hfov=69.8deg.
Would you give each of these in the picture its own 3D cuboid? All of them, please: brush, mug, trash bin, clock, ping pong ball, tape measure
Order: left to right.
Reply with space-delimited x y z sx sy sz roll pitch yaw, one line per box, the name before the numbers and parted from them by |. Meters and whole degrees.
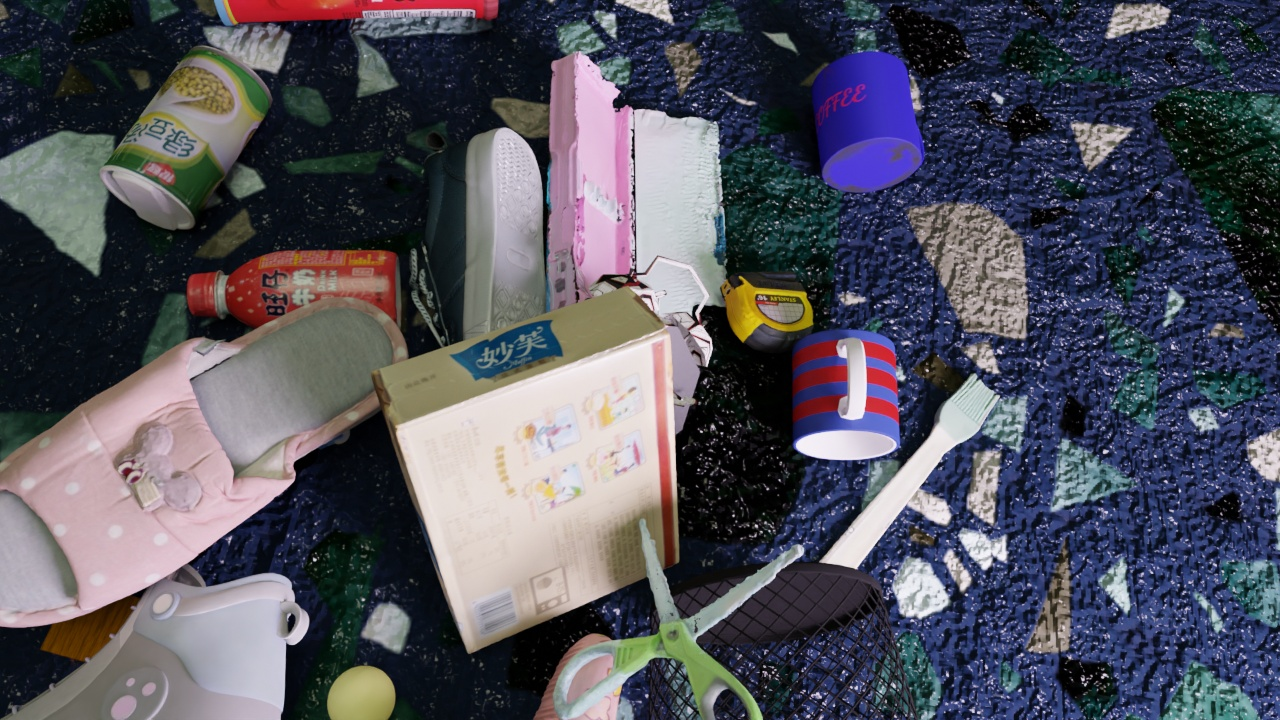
brush | -0.335 0.161 0.563 0.126 0.017 0.048 17 67 -3
ping pong ball | -0.171 0.208 0.562 0.040 0.040 0.040 3 68 -9
clock | -0.004 0.003 0.615 0.154 0.114 0.065 -56 42 2
tape measure | 0.098 -0.036 0.706 0.065 0.037 0.064 -7 64 -27
trash bin | 0.083 0.238 0.517 0.184 0.184 0.209 2 57 -9
mug | 0.147 0.019 0.654 0.075 0.112 0.076 1 68 7
mug | 0.199 -0.193 0.771 0.111 0.079 0.083 14 64 -35
brush | 0.201 0.090 0.690 0.033 0.012 0.217 43 69 8

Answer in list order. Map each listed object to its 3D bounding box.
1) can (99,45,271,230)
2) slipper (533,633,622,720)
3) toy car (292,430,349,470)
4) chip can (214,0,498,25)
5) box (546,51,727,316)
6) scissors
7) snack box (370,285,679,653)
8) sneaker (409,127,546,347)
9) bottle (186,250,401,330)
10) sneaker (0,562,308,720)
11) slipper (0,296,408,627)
can | -0.326 -0.160 0.663 0.067 0.067 0.120 22 66 -1
slipper | -0.038 0.264 0.540 0.081 0.093 0.196 25 65 -9
toy car | -0.270 0.048 0.596 0.153 0.056 0.054 -15 54 -21
chip can | -0.225 -0.314 0.733 0.213 0.087 0.087 -7 70 -12
box | -0.008 -0.111 0.715 0.160 0.062 0.230 15 63 -35
scissors | 0.019 0.151 0.502 0.173 0.021 0.171 -41 37 14
snack box | -0.057 0.070 0.549 0.153 0.208 0.055 -20 43 -17
sneaker | -0.118 -0.051 0.648 0.087 0.089 0.235 -6 82 24
bottle | -0.238 -0.046 0.638 0.137 0.062 0.062 -2 69 -10
sneaker | -0.318 0.191 0.510 0.257 0.093 0.160 -4 54 7
slipper | -0.257 0.046 0.531 0.273 0.055 0.114 -38 83 -26
